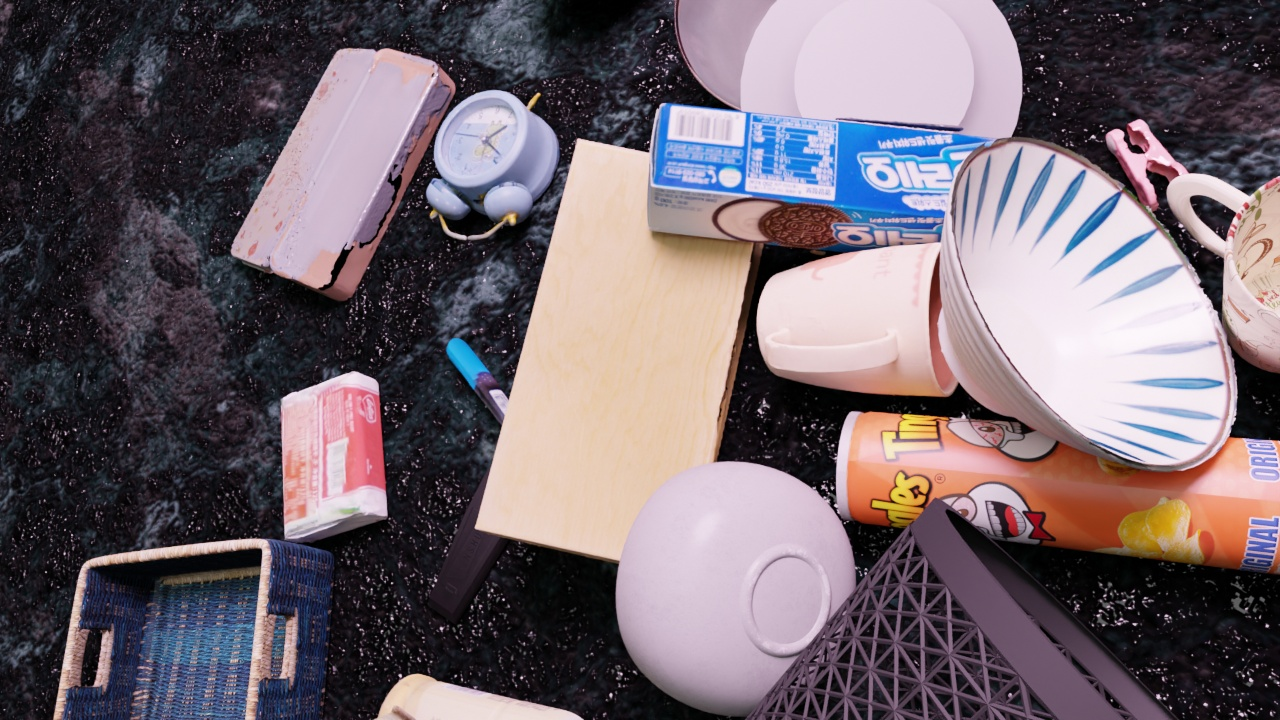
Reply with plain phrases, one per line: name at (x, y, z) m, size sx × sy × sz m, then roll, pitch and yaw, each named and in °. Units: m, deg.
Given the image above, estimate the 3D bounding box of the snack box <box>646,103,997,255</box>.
snack box at (0.117, -0.099, 0.528) m, size 0.226 × 0.059 × 0.059 m, roll 5°, pitch 72°, yaw 0°

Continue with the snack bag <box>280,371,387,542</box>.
snack bag at (-0.230, 0.072, 0.687) m, size 0.077 × 0.036 × 0.115 m, roll -19°, pitch 66°, yaw 18°

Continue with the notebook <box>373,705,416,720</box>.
notebook at (-0.103, 0.328, 0.517) m, size 0.215 × 0.034 × 0.190 m, roll 27°, pitch 107°, yaw 23°

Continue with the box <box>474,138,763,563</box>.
box at (0.000, 0.005, 0.589) m, size 0.140 × 0.123 × 0.248 m, roll 12°, pitch 77°, yaw 1°

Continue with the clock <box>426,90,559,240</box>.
clock at (-0.115, -0.147, 0.702) m, size 0.089 × 0.051 × 0.124 m, roll 9°, pitch 76°, yaw 25°

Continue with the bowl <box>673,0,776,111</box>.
bowl at (0.101, -0.225, 0.616) m, size 0.151 × 0.056 × 0.150 m, roll 0°, pitch 88°, yaw 10°

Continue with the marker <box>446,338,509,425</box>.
marker at (-0.105, 0.027, 0.655) m, size 0.123 × 0.018 × 0.015 m, roll 47°, pitch 127°, yaw 31°

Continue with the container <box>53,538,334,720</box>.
container at (-0.318, 0.210, 0.658) m, size 0.188 × 0.071 × 0.145 m, roll -10°, pitch 69°, yaw 21°

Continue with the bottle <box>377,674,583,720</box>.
bottle at (-0.080, 0.233, 0.551) m, size 0.162 × 0.056 × 0.056 m, roll 3°, pitch 74°, yaw 25°

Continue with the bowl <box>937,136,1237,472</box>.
bowl at (0.200, -0.018, 0.457) m, size 0.071 × 0.177 × 0.177 m, roll -44°, pitch 50°, yaw 53°

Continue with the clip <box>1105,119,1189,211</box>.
clip at (0.284, -0.110, 0.526) m, size 0.038 × 0.022 × 0.058 m, roll -25°, pitch 59°, yaw 18°

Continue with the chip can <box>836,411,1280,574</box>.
chip can at (0.213, 0.064, 0.473) m, size 0.211 × 0.062 × 0.062 m, roll 3°, pitch 74°, yaw 25°

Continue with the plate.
plate at (0.149, -0.172, 0.569) m, size 0.173 × 0.019 × 0.172 m, roll 0°, pitch 89°, yaw 7°

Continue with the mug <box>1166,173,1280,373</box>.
mug at (0.308, -0.048, 0.448) m, size 0.081 × 0.097 × 0.122 m, roll -44°, pitch 61°, yaw 4°

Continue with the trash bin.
trash bin at (0.116, 0.222, 0.389) m, size 0.243 × 0.216 × 0.217 m, roll -47°, pitch 60°, yaw 11°

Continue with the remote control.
remote control at (-0.108, 0.118, 0.630) m, size 0.039 × 0.010 × 0.124 m, roll 24°, pitch 83°, yaw 29°

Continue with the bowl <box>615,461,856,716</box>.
bowl at (0.059, 0.120, 0.479) m, size 0.064 × 0.131 × 0.131 m, roll -7°, pitch 64°, yaw 63°

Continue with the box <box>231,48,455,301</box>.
box at (-0.261, -0.167, 0.788) m, size 0.154 × 0.058 × 0.216 m, roll 22°, pitch 83°, yaw 28°

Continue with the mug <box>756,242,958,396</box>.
mug at (0.118, -0.017, 0.520) m, size 0.104 × 0.111 × 0.085 m, roll 0°, pitch 109°, yaw 35°
